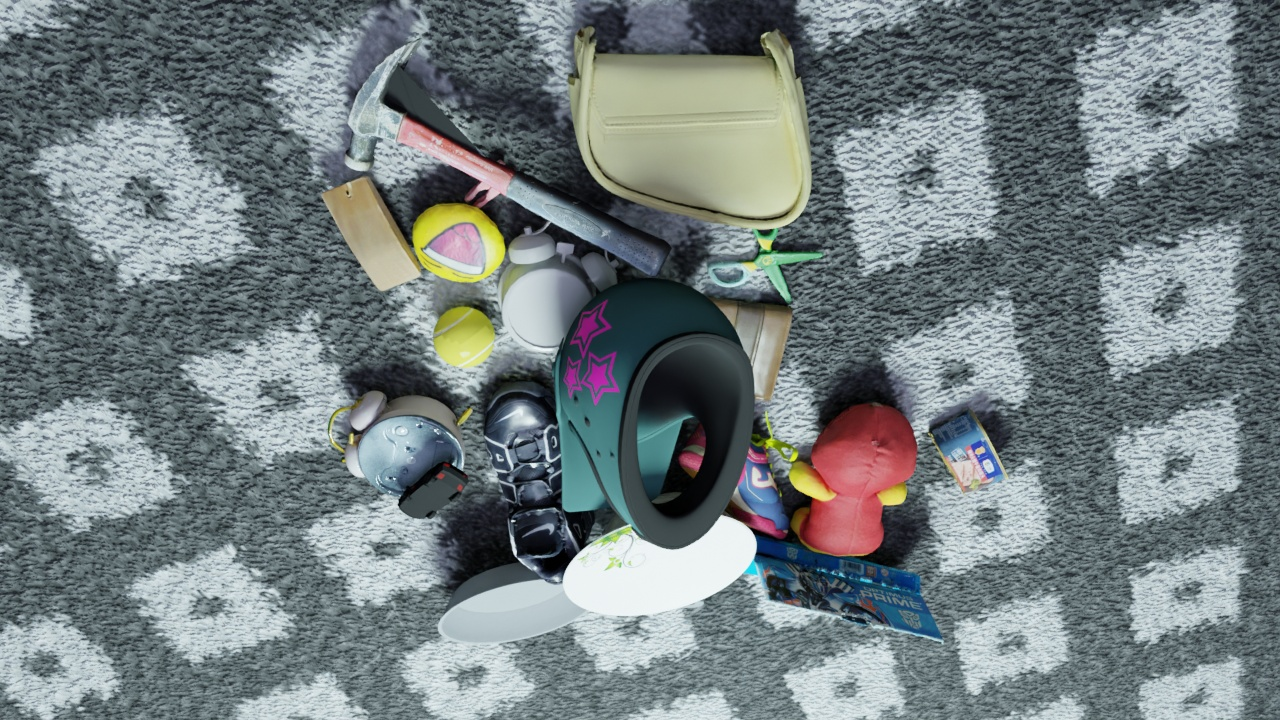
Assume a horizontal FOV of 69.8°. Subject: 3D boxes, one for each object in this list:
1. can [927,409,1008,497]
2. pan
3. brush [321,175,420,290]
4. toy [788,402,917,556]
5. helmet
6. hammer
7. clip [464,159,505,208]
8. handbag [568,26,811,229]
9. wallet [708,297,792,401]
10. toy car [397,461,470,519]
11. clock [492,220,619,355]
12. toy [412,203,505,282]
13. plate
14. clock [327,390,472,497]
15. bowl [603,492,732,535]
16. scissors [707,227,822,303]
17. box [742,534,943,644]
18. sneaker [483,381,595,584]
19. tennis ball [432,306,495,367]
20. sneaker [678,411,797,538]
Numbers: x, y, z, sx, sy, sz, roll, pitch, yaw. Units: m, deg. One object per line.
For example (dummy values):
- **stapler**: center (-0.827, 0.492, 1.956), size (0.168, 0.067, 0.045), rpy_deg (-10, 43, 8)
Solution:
- **can**: center (0.399, 0.115, 1.118), size (0.059, 0.053, 0.100), rpy_deg (-29, 118, 14)
- **pan**: center (-0.083, 0.309, 1.184), size (0.356, 0.050, 0.201), rpy_deg (1, 144, -24)
- **brush**: center (-0.269, -0.130, 0.926), size (0.049, 0.039, 0.117), rpy_deg (-21, 119, 7)
- **toy**: center (0.260, 0.145, 1.104), size (0.147, 0.098, 0.217), rpy_deg (-1, 126, -13)
- **helmet**: center (0.001, 0.052, 0.919), size (0.176, 0.200, 0.275), rpy_deg (-3, 108, -25)
- **hammer**: center (-0.118, -0.175, 0.862), size (0.326, 0.036, 0.141), rpy_deg (28, 121, -1)
- **clip**: center (-0.153, -0.178, 0.918), size (0.060, 0.023, 0.044), rpy_deg (-17, 116, 4)
- **handbag**: center (0.047, -0.220, 0.878), size (0.233, 0.088, 0.191), rpy_deg (1, 115, -2)
- **wallet**: center (0.112, -0.011, 1.033), size (0.098, 0.026, 0.121), rpy_deg (5, 119, -9)
- **toy car**: center (-0.233, 0.144, 1.027), size (0.092, 0.036, 0.042), rpy_deg (-36, 122, 27)
- **clock**: center (-0.090, -0.079, 0.964), size (0.120, 0.061, 0.159), rpy_deg (19, 113, -16)
- **toy**: center (-0.185, -0.119, 0.934), size (0.095, 0.041, 0.094), rpy_deg (22, 131, -16)
- **plate**: center (0.021, 0.231, 1.076), size (0.229, 0.030, 0.230), rpy_deg (-9, 140, -8)
- **clock**: center (-0.277, 0.093, 1.047), size (0.158, 0.058, 0.117), rpy_deg (10, 119, -11)
- **bowl**: center (0.044, 0.214, 1.137), size (0.177, 0.057, 0.177), rpy_deg (4, 125, 5)
- **scissors**: center (0.130, -0.108, 0.988), size (0.130, 0.011, 0.125), rpy_deg (-25, 118, 12)
- **box**: center (0.244, 0.274, 1.153), size (0.243, 0.171, 0.070), rpy_deg (16, 89, -14)
- **sneaker**: center (-0.121, 0.154, 1.043), size (0.097, 0.150, 0.253), rpy_deg (-14, 120, 4)
- **tennis ball**: center (-0.188, -0.025, 0.980), size (0.065, 0.065, 0.065), rpy_deg (-2, 121, -4)
- **sneaker**: center (0.133, 0.136, 1.087), size (0.091, 0.116, 0.242), rpy_deg (-61, 142, -18)
